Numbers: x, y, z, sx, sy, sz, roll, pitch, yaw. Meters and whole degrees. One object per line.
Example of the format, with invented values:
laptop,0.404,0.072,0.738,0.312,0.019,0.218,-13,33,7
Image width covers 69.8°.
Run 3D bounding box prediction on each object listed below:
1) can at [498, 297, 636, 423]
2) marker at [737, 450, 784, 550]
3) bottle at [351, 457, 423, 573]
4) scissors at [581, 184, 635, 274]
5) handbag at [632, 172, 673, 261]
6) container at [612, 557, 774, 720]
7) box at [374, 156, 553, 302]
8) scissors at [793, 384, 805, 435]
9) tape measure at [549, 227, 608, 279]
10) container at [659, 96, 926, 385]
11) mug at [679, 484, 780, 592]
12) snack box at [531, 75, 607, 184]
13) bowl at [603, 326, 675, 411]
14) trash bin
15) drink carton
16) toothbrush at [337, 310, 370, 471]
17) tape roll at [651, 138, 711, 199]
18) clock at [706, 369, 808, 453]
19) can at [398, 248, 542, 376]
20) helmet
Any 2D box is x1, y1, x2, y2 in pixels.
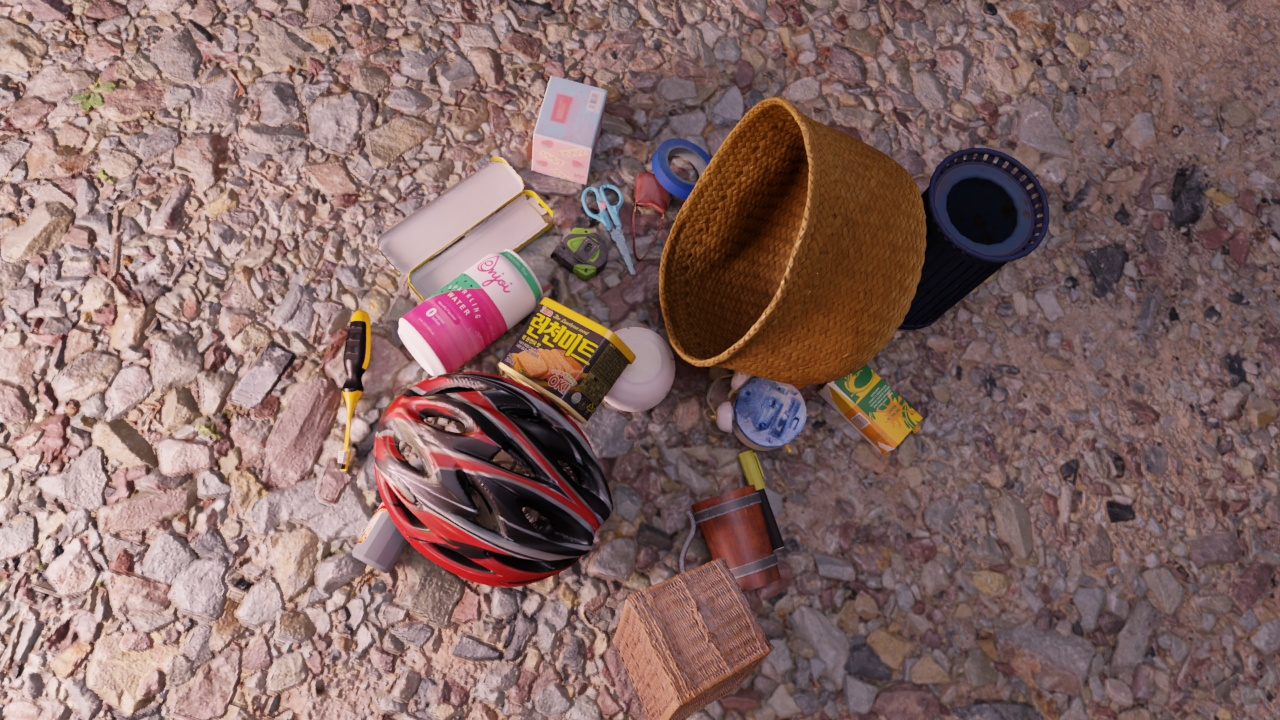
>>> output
can,-0.089,0.000,1.086,0.131,0.072,0.101,28,78,37
marker,0.150,0.170,1.122,0.021,0.017,0.123,-16,76,-12
bottle,-0.264,0.159,1.039,0.046,0.072,0.161,33,70,-14
scissors,-0.034,-0.173,1.214,0.056,0.015,0.136,-20,82,-12
handbag,0.010,-0.188,1.217,0.055,0.029,0.119,14,76,-9
container,0.050,0.303,0.970,0.112,0.199,0.113,-21,65,-18
box,-0.224,-0.166,1.179,0.209,0.023,0.127,-40,78,-17
scissors,0.170,0.041,1.170,0.128,0.011,0.125,-24,77,-12
tape measure,-0.073,-0.140,1.182,0.065,0.036,0.058,32,70,3
container,0.178,-0.119,1.061,0.196,0.308,0.306,17,69,-23
mug,0.098,0.216,1.074,0.117,0.081,0.111,-19,79,5
snack box,-0.094,-0.299,1.200,0.079,0.095,0.092,14,71,-3
bowl,-0.007,0.007,1.135,0.105,0.054,0.104,2,71,-6
trash bin,0.368,-0.135,1.127,0.139,0.250,0.139,2,72,-7
drink carton,0.293,0.059,1.165,0.122,0.041,0.058,45,72,8
toothbrush,-0.343,0.034,1.094,0.031,0.031,0.196,-1,75,13
tape roll,0.059,-0.256,1.229,0.093,0.016,0.091,-1,62,-31
clock,0.142,0.059,1.127,0.125,0.052,0.088,28,73,3
can,-0.205,-0.058,1.109,0.165,0.088,0.088,-40,81,-17
helmet,-0.157,0.124,0.996,0.272,0.167,0.216,37,62,-14
